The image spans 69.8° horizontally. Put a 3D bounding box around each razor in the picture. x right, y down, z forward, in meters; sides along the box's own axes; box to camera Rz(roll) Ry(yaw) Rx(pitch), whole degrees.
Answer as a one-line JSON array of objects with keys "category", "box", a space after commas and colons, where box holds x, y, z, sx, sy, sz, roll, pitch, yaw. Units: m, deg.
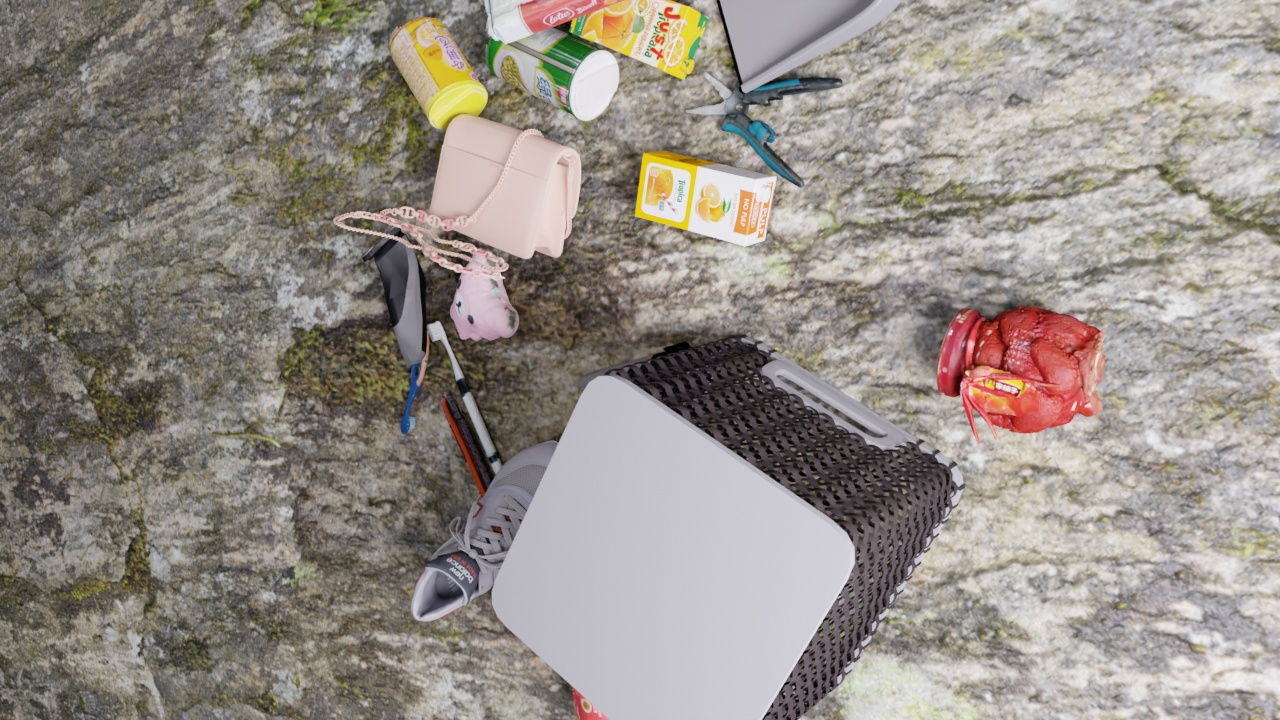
[{"category": "razor", "box": [-0.263, -0.072, 1.016, 0.057, 0.060, 0.156, -25, 84, 46]}]

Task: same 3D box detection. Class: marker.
[{"category": "marker", "box": [-0.005, 0.005, 0.895, 0.139, 0.016, 0.022, -15, 55, 31]}]

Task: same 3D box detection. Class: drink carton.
[{"category": "drink carton", "box": [0.060, -0.146, 0.823, 0.123, 0.040, 0.059, 20, 114, 28]}, {"category": "drink carton", "box": [0.000, -0.310, 0.852, 0.122, 0.041, 0.058, 30, 108, 25]}]

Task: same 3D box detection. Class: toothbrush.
[{"category": "toothbrush", "box": [-0.255, 0.018, 1.044, 0.021, 0.017, 0.135, 15, 99, 25]}, {"category": "toothbrush", "box": [-0.193, 0.040, 1.006, 0.186, 0.017, 0.012, 64, 150, 11]}]

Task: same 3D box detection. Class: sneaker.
[{"category": "sneaker", "box": [-0.153, 0.187, 0.922, 0.089, 0.124, 0.240, 42, 118, 2]}]

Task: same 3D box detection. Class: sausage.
[{"category": "sausage", "box": [-0.186, 0.102, 1.005, 0.020, 0.020, 0.155, -33, 77, 28]}]

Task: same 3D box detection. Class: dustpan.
[{"category": "dustpan", "box": [0.168, -0.349, 0.744, 0.258, 0.033, 0.163, -20, 77, 30]}]

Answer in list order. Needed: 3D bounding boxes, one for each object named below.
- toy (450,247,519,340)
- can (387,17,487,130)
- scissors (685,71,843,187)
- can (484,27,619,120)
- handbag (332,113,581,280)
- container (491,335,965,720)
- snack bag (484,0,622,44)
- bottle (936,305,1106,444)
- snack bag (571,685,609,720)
[{"category": "toy", "box": [-0.170, -0.057, 0.967, 0.096, 0.052, 0.099, -32, 74, 41]}, {"category": "can", "box": [-0.212, -0.301, 0.963, 0.068, 0.067, 0.105, -39, 74, 27]}, {"category": "scissors", "box": [0.113, -0.222, 0.804, 0.118, 0.019, 0.148, -45, 70, 26]}, {"category": "can", "box": [-0.086, -0.285, 0.889, 0.121, 0.067, 0.067, 32, 109, 25]}, {"category": "handbag", "box": [-0.160, -0.165, 0.872, 0.199, 0.186, 0.117, 25, 113, 31]}, {"category": "container", "box": [0.068, 0.143, 0.727, 0.247, 0.243, 0.246, 34, 110, 24]}, {"category": "snack bag", "box": [-0.036, -0.356, 0.824, 0.226, 0.041, 0.077, -14, 71, 19]}, {"category": "bottle", "box": [0.282, 0.010, 0.678, 0.111, 0.098, 0.099, 17, 102, 33]}, {"category": "snack bag", "box": [-0.035, 0.298, 0.897, 0.082, 0.082, 0.176, -14, 86, 31]}]
